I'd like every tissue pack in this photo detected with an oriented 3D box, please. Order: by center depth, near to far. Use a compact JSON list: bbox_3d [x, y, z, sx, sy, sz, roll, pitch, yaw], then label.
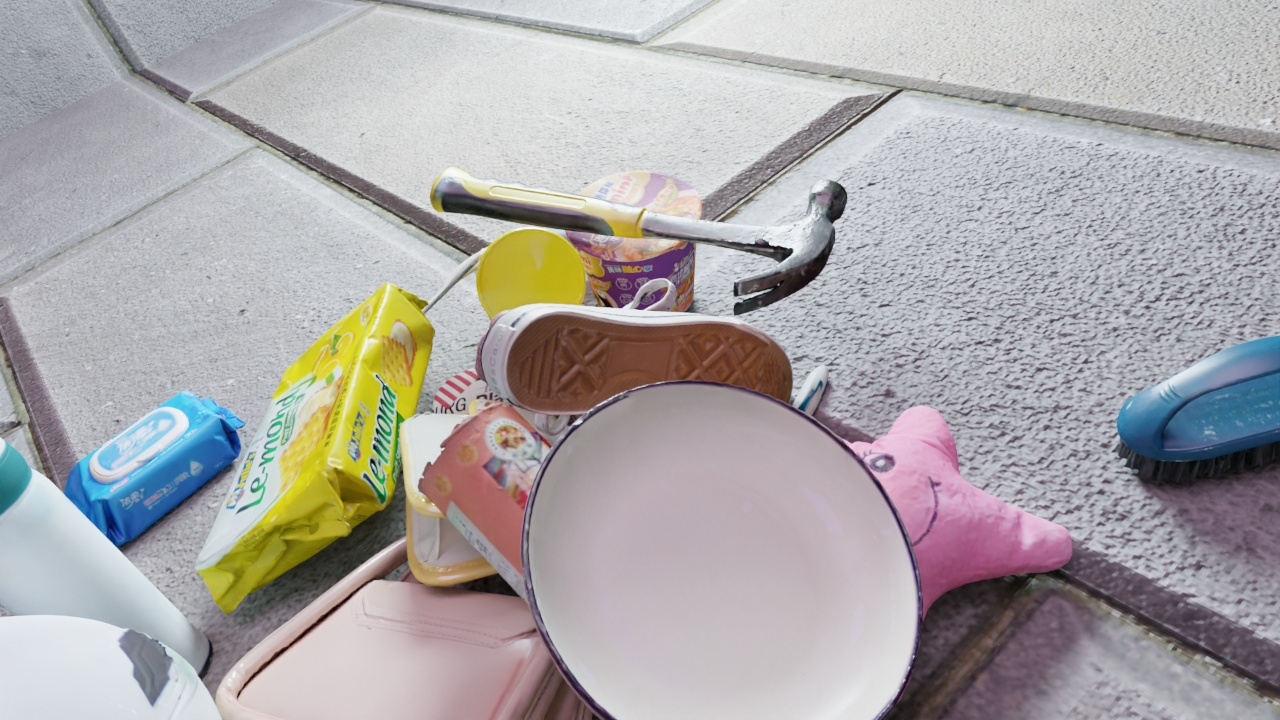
[{"bbox_3d":[-0.425,0.090,0.795,0.095,0.052,0.156,20,53,41],"label":"tissue pack"}]

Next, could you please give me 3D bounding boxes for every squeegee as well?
[{"bbox_3d":[-0.094,-0.100,0.836,0.246,0.039,0.247,-24,-1,-31],"label":"squeegee"}]

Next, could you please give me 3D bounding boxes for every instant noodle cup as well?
[{"bbox_3d":[-0.001,-0.086,0.765,0.111,0.099,0.111,-4,47,5],"label":"instant noodle cup"}]

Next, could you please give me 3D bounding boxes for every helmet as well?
[{"bbox_3d":[-0.281,0.224,0.450,0.259,0.229,0.145,-27,-4,30],"label":"helmet"}]

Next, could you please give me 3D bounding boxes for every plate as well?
[{"bbox_3d":[0.037,0.098,0.435,0.192,0.039,0.192,8,53,-11],"label":"plate"}]

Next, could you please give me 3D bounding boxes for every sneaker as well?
[{"bbox_3d":[-0.004,0.003,0.600,0.240,0.118,0.088,8,9,-36],"label":"sneaker"}]

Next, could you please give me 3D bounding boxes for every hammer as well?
[{"bbox_3d":[-0.017,-0.107,0.698,0.324,0.032,0.125,12,51,19],"label":"hammer"}]

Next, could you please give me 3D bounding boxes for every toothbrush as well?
[{"bbox_3d":[0.092,0.066,0.614,0.016,0.018,0.191,25,53,13],"label":"toothbrush"}]

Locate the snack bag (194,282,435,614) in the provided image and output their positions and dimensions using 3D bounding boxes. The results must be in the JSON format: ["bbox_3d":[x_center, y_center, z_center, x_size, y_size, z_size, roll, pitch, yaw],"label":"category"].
[{"bbox_3d":[-0.235,0.058,0.699,0.158,0.068,0.245,-34,32,27],"label":"snack bag"}]

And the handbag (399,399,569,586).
[{"bbox_3d":[-0.069,0.072,0.614,0.178,0.063,0.163,-8,20,-13],"label":"handbag"}]

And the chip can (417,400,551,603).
[{"bbox_3d":[-0.021,0.117,0.476,0.215,0.071,0.071,42,65,15],"label":"chip can"}]

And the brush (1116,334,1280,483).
[{"bbox_3d":[0.341,0.021,0.509,0.144,0.073,0.055,-15,43,7],"label":"brush"}]

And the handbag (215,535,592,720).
[{"bbox_3d":[-0.106,0.164,0.548,0.194,0.093,0.233,1,34,26],"label":"handbag"}]

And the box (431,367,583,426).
[{"bbox_3d":[-0.084,0.032,0.723,0.164,0.064,0.074,-11,62,13],"label":"box"}]

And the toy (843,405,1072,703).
[{"bbox_3d":[0.116,0.094,0.517,0.194,0.075,0.178,-31,52,-15],"label":"toy"}]

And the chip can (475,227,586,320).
[{"bbox_3d":[-0.084,-0.045,0.695,0.072,0.072,0.213,-27,0,-9],"label":"chip can"}]

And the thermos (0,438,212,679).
[{"bbox_3d":[-0.360,0.133,0.572,0.073,0.224,0.073,-13,37,10],"label":"thermos"}]
